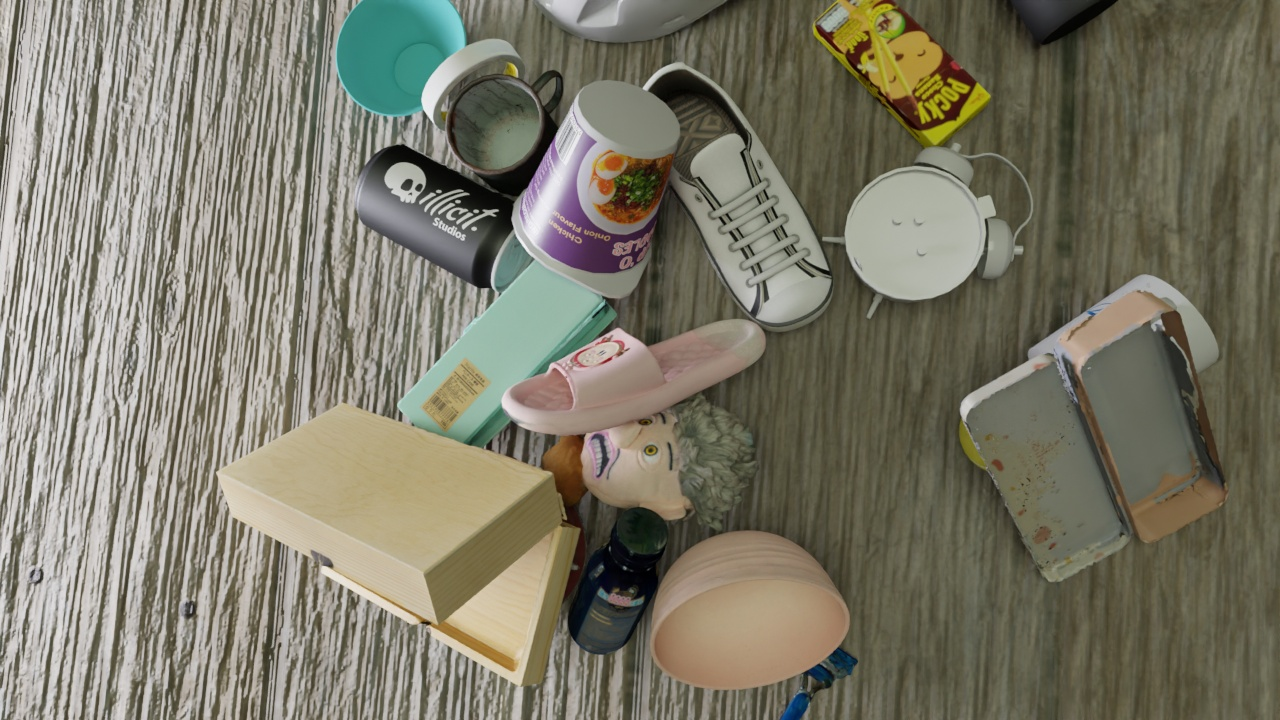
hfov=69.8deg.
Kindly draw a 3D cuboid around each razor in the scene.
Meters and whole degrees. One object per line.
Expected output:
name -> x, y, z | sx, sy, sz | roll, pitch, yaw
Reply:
razor -> 0.121, 0.290, 0.741 | 0.044, 0.018, 0.141 | 33, 91, 10

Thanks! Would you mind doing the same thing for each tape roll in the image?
tape roll -> -0.143, -0.236, 0.791 | 0.094, 0.094, 0.019 | -37, 80, 5

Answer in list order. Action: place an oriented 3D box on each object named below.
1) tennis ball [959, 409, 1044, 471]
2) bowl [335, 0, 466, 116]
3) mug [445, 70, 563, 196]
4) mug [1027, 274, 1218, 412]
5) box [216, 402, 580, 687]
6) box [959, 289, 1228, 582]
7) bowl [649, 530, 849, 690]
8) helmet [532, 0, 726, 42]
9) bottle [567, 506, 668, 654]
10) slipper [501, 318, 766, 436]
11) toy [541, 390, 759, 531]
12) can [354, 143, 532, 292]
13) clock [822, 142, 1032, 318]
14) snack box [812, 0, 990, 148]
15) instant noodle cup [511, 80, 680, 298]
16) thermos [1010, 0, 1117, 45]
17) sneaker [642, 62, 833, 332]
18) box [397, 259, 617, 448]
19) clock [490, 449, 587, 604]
tennis ball -> 0.281, 0.056, 0.710 | 0.065, 0.065, 0.065 | -1, 85, 9
bowl -> -0.208, -0.272, 0.829 | 0.121, 0.046, 0.121 | -1, 85, 9
mug -> -0.104, -0.200, 0.788 | 0.085, 0.081, 0.111 | 44, 93, 10
mug -> 0.356, -0.009, 0.676 | 0.096, 0.119, 0.083 | -35, 65, 5
box -> -0.177, 0.128, 0.711 | 0.249, 0.184, 0.141 | 15, 56, 35
box -> 0.325, 0.066, 0.653 | 0.151, 0.043, 0.216 | -35, 123, 5
bowl -> 0.078, 0.183, 0.711 | 0.153, 0.153, 0.076 | -18, 41, 7
helmet -> 0.007, -0.406, 0.781 | 0.283, 0.183, 0.224 | -19, 77, 28
bottle -> -0.017, 0.172, 0.710 | 0.056, 0.161, 0.056 | 9, 47, -10
slipper -> -0.004, 0.004, 0.725 | 0.221, 0.107, 0.056 | -18, 111, -18
toy -> 0.003, 0.074, 0.727 | 0.176, 0.076, 0.132 | -11, 40, 4
can -> -0.167, -0.123, 0.792 | 0.146, 0.080, 0.080 | 29, 90, 11
clock -> 0.235, -0.108, 0.734 | 0.159, 0.061, 0.120 | -29, 81, 7
snack box -> 0.216, -0.248, 0.767 | 0.061, 0.025, 0.149 | -42, 80, 5
instant noodle cup -> -0.025, -0.140, 0.721 | 0.121, 0.122, 0.136 | -10, 57, -31
thermos -> 0.298, -0.366, 0.730 | 0.106, 0.106, 0.218 | -29, 86, 6
sneaker -> 0.075, -0.140, 0.745 | 0.091, 0.097, 0.245 | -28, 81, 6
box -> -0.116, -0.007, 0.760 | 0.189, 0.080, 0.077 | -44, 43, 4
clock -> -0.112, 0.142, 0.769 | 0.157, 0.061, 0.110 | 47, 106, 26
